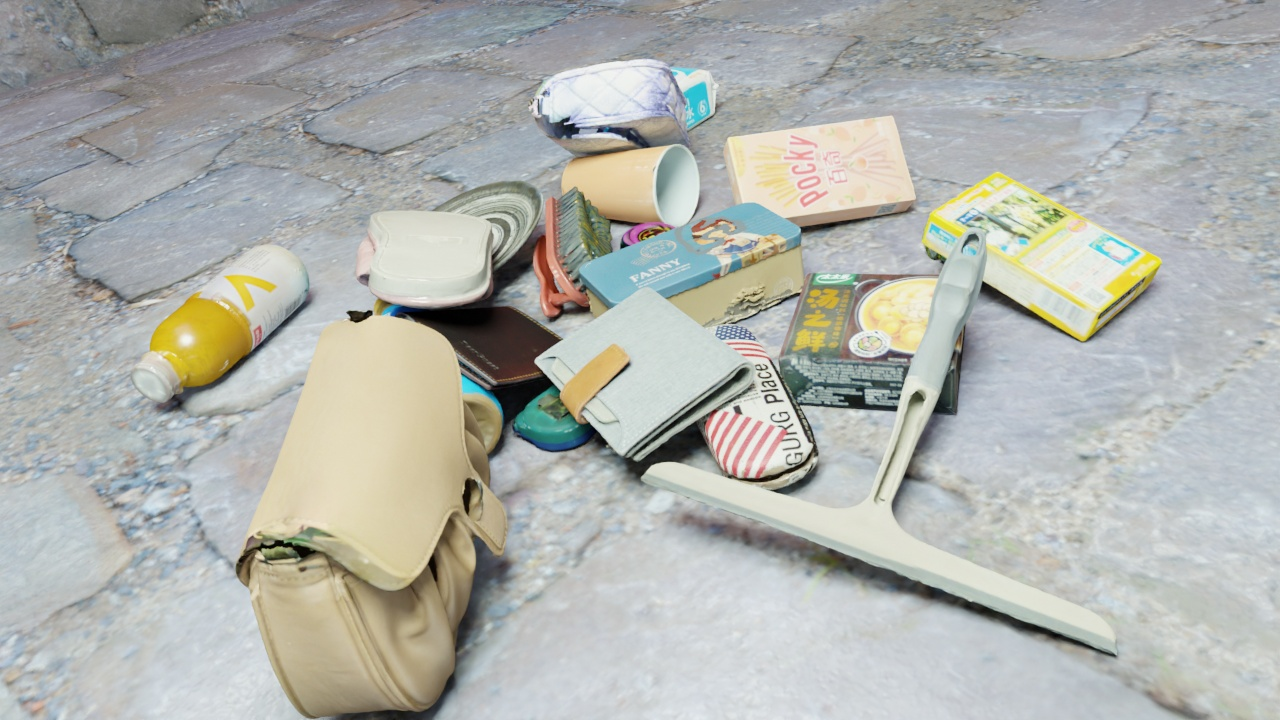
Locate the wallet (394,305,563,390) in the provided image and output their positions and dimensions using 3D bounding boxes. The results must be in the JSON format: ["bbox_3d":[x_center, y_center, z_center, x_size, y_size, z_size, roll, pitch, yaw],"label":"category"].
[{"bbox_3d":[-0.104,-0.011,0.668,0.096,0.020,0.122,30,20,23],"label":"wallet"}]

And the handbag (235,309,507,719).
[{"bbox_3d":[-0.132,0.077,0.491,0.100,0.148,0.204,-9,43,7],"label":"handbag"}]

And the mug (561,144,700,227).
[{"bbox_3d":[-0.013,-0.171,0.901,0.123,0.078,0.078,8,38,36],"label":"mug"}]

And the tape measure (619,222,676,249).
[{"bbox_3d":[0.012,-0.093,0.804,0.058,0.039,0.056,19,44,31],"label":"tape measure"}]

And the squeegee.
[{"bbox_3d":[0.163,0.018,0.539,0.247,0.039,0.245,17,59,20],"label":"squeegee"}]

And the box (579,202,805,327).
[{"bbox_3d":[0.038,-0.064,0.735,0.184,0.060,0.090,-22,34,-18],"label":"box"}]

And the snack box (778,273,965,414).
[{"bbox_3d":[0.166,-0.019,0.640,0.113,0.053,0.125,3,41,21],"label":"snack box"}]

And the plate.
[{"bbox_3d":[-0.168,-0.107,0.869,0.180,0.024,0.179,-18,38,15],"label":"plate"}]

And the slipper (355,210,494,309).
[{"bbox_3d":[-0.171,-0.078,0.740,0.114,0.054,0.274,0,19,-15],"label":"slipper"}]

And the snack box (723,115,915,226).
[{"bbox_3d":[0.159,-0.165,0.817,0.157,0.026,0.084,-9,76,-8],"label":"snack box"}]

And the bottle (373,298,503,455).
[{"bbox_3d":[-0.165,0.002,0.694,0.065,0.065,0.218,-22,34,-16],"label":"bottle"}]

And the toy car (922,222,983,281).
[{"bbox_3d":[0.261,-0.091,0.727,0.043,0.036,0.091,-18,37,-11],"label":"toy car"}]

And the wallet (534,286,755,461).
[{"bbox_3d":[-0.004,0.004,0.603,0.106,0.037,0.130,-33,38,-12],"label":"wallet"}]

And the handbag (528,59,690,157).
[{"bbox_3d":[-0.022,-0.245,0.940,0.134,0.075,0.193,-4,2,11],"label":"handbag"}]

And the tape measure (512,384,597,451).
[{"bbox_3d":[-0.055,0.038,0.641,0.054,0.025,0.058,20,45,40],"label":"tape measure"}]

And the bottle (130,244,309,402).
[{"bbox_3d":[-0.367,-0.034,0.807,0.068,0.068,0.189,1,36,19],"label":"bottle"}]

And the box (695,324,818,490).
[{"bbox_3d":[0.066,0.030,0.607,0.071,0.058,0.164,-2,33,-12],"label":"box"}]

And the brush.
[{"bbox_3d":[-0.063,-0.091,0.811,0.069,0.063,0.145,-37,30,18],"label":"brush"}]

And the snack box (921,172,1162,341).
[{"bbox_3d":[0.289,-0.080,0.668,0.086,0.034,0.140,-32,57,-28],"label":"snack box"}]

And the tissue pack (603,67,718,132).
[{"bbox_3d":[0.020,-0.308,1.099,0.090,0.063,0.139,18,44,38],"label":"tissue pack"}]
